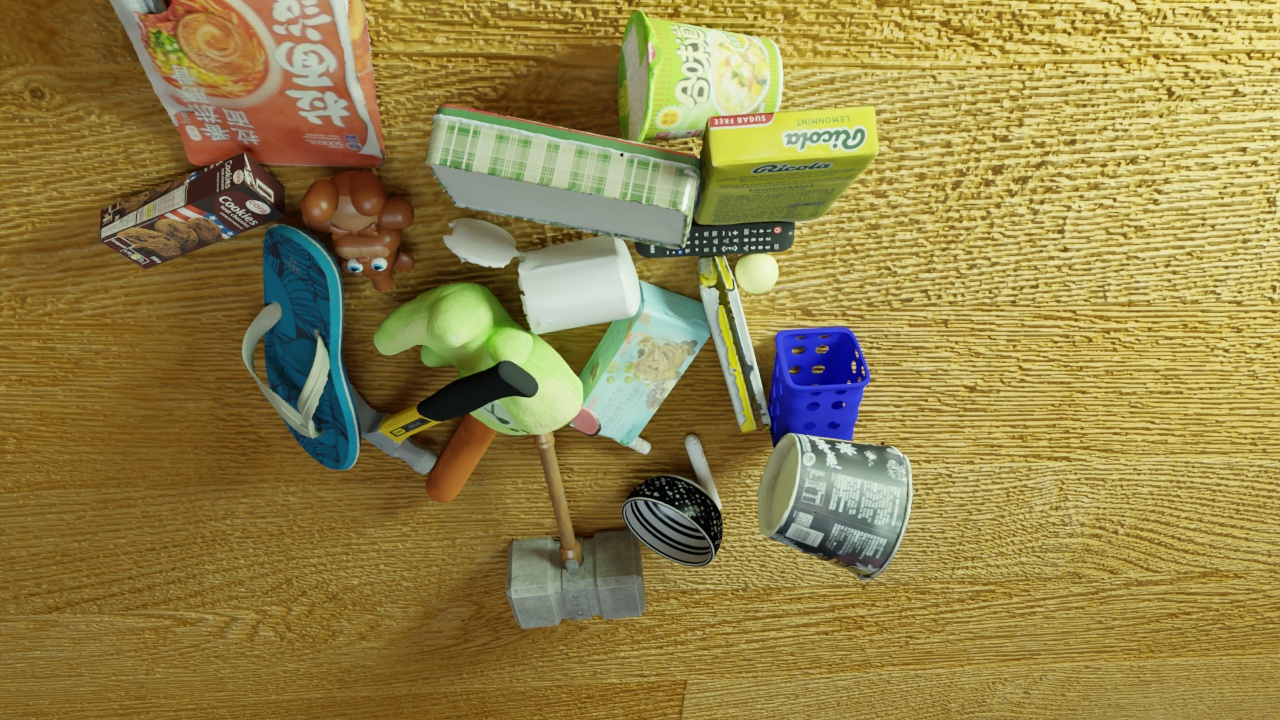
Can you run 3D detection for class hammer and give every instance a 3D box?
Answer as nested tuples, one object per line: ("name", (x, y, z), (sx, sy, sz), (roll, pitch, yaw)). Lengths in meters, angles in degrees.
("hammer", (-0.192, 0.046, 0.859), (0.127, 0.029, 0.325), (37, 149, -22))
("hammer", (-0.089, 0.185, 1.058), (0.163, 0.082, 0.318), (-6, 133, 1))

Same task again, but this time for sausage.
("sausage", (-0.194, 0.102, 0.998), (0.039, 0.044, 0.165), (35, 125, -2))

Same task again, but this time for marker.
("marker", (0.073, 0.133, 1.067), (0.017, 0.020, 0.134), (-7, 134, 15))
("marker", (-0.048, 0.067, 0.997), (0.145, 0.017, 0.017), (31, 124, -29))

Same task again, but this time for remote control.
("remote control", (0.068, -0.113, 0.833), (0.147, 0.015, 0.033), (-3, 135, 2))

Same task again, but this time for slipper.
("slipper", (-0.321, 0.004, 0.850), (0.118, 0.060, 0.296), (33, 136, 18))

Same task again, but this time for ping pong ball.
("ping pong ball", (0.108, -0.082, 0.854), (0.040, 0.040, 0.040), (-3, 133, -3))

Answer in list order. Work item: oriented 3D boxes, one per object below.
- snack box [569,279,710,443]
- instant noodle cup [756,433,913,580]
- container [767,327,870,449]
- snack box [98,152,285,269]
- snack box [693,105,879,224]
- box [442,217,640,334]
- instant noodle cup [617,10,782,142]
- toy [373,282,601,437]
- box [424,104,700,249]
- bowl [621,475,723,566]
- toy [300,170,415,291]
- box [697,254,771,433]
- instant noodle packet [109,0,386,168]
("snack box", (-0.005, 0.005, 0.919), (0.075, 0.053, 0.175), (19, 128, -20))
("instant noodle cup", (0.183, 0.134, 0.896), (0.112, 0.137, 0.138), (16, 130, -8))
("container", (0.178, 0.037, 0.943), (0.084, 0.085, 0.114), (-2, 134, -3))
("snack box", (-0.374, -0.123, 0.767), (0.141, 0.031, 0.051), (-18, 153, 11))
("snack box", (0.105, -0.151, 0.729), (0.121, 0.045, 0.181), (-4, 175, -1))
("box", (-0.085, -0.082, 0.813), (0.156, 0.084, 0.126), (-12, 133, 2))
("instant noodle cup", (0.045, -0.211, 0.699), (0.108, 0.098, 0.099), (-2, 134, -15))
("toy", (-0.138, 0.000, 0.868), (0.150, 0.107, 0.196), (-7, 147, 39))
("box", (-0.058, -0.140, 0.720), (0.205, 0.051, 0.118), (12, 174, 4))
("bowl", (0.046, 0.175, 1.065), (0.120, 0.066, 0.120), (23, 144, 18))
("toy", (-0.239, -0.105, 0.788), (0.095, 0.065, 0.128), (-3, 138, 1))
("box", (0.095, -0.012, 0.903), (0.037, 0.064, 0.210), (-14, 133, 8))
("instant noodle packet", (-0.285, -0.231, 0.681), (0.164, 0.083, 0.221), (0, 144, -6))
